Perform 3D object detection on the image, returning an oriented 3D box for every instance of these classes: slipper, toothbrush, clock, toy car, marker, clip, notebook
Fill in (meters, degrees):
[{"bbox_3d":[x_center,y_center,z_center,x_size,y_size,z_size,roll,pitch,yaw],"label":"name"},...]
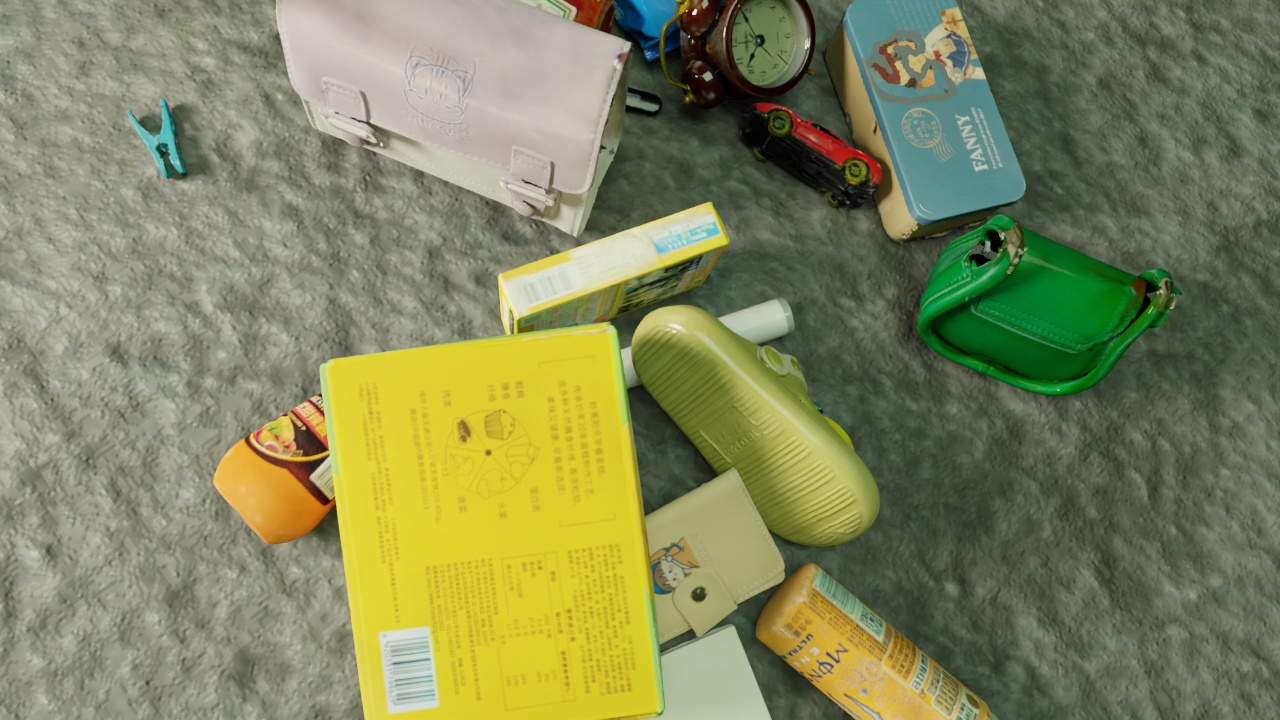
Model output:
[{"bbox_3d":[0.079,0.030,0.572,0.190,0.092,0.081,46,51,-6],"label":"slipper"},{"bbox_3d":[-0.004,0.003,0.601,0.221,0.027,0.026,-19,62,-10],"label":"toothbrush"},{"bbox_3d":[0.064,-0.216,0.625,0.121,0.055,0.082,-16,114,-24],"label":"clock"},{"bbox_3d":[0.117,-0.145,0.638,0.106,0.049,0.031,31,74,1],"label":"toy car"},{"bbox_3d":[-0.045,-0.195,0.648,0.124,0.015,0.018,14,75,-5],"label":"marker"},{"bbox_3d":[-0.315,-0.145,0.604,0.039,0.014,0.056,-26,82,-11],"label":"clip"},{"bbox_3d":[0.027,0.285,0.547,0.150,0.012,0.209,-20,80,-10],"label":"notebook"}]

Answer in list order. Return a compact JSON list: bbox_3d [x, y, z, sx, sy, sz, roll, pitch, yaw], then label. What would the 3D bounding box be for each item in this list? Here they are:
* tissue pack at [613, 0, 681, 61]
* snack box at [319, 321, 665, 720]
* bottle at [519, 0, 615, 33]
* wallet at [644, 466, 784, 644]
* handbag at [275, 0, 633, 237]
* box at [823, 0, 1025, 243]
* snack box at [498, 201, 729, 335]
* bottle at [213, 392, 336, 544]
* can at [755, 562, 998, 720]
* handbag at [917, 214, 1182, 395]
[{"bbox_3d":[0.005,-0.297,0.646,0.094,0.052,0.157,-34,105,-15],"label":"tissue pack"},{"bbox_3d":[-0.076,0.092,0.503,0.157,0.070,0.210,-7,90,-2],"label":"snack box"},{"bbox_3d":[-0.121,-0.255,0.632,0.206,0.060,0.059,19,75,3],"label":"bottle"},{"bbox_3d":[0.026,0.129,0.559,0.115,0.024,0.087,-29,106,-3],"label":"wallet"},{"bbox_3d":[-0.110,-0.165,0.566,0.197,0.145,0.098,21,72,-1],"label":"handbag"},{"bbox_3d":[0.199,-0.167,0.649,0.089,0.060,0.184,-16,78,-10],"label":"box"},{"bbox_3d":[-0.020,-0.050,0.580,0.140,0.087,0.033,-19,80,-11],"label":"snack box"},{"bbox_3d":[-0.179,0.043,0.555,0.149,0.067,0.067,-42,85,-21],"label":"bottle"},{"bbox_3d":[0.142,0.190,0.558,0.146,0.058,0.058,39,75,3],"label":"can"},{"bbox_3d":[0.256,-0.037,0.594,0.131,0.120,0.067,22,69,0],"label":"handbag"}]
